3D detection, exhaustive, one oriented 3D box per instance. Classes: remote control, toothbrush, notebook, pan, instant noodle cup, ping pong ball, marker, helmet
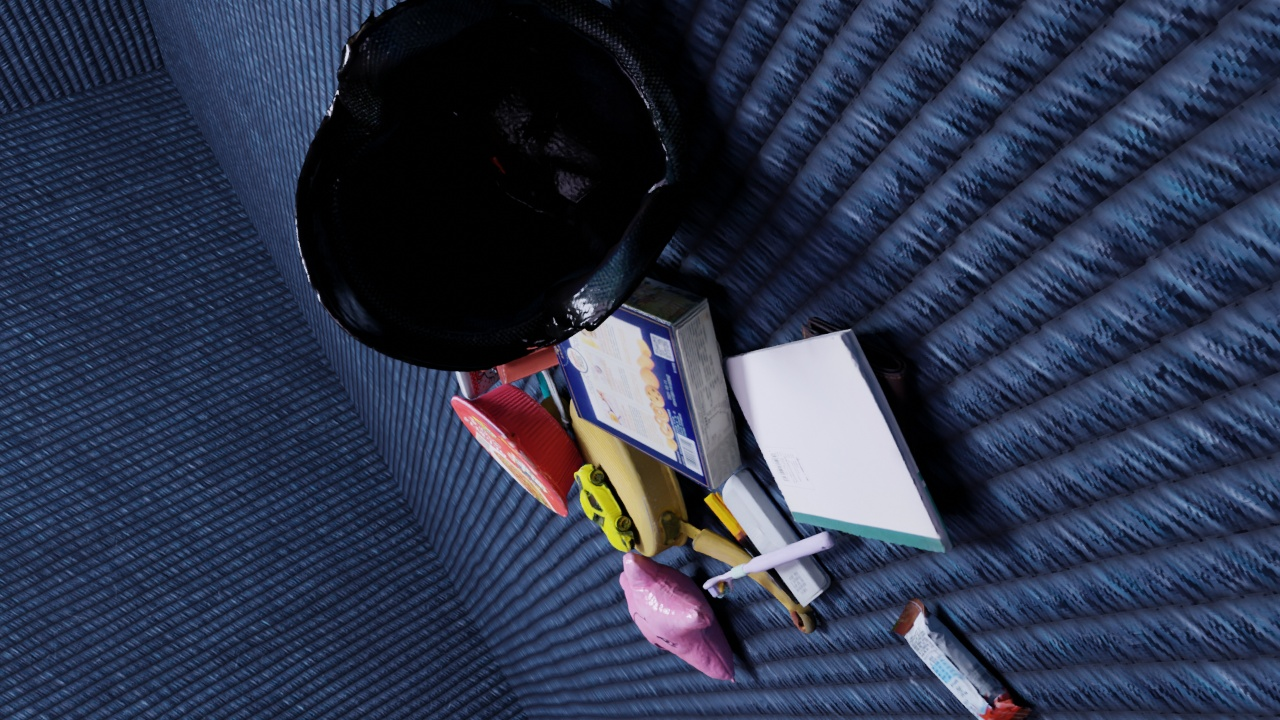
[{"bbox_3d":[0.115,0.153,0.797,0.125,0.024,0.049,52,155,20],"label":"remote control"},{"bbox_3d":[0.107,0.173,0.777,0.190,0.029,0.021,135,142,-55],"label":"toothbrush"},{"bbox_3d":[0.126,0.057,0.651,0.150,0.012,0.209,64,163,-3],"label":"notebook"},{"bbox_3d":[0.039,0.151,0.923,0.357,0.078,0.198,49,156,42],"label":"pan"},{"bbox_3d":[-0.135,0.095,1.083,0.194,0.065,0.194,39,161,16],"label":"instant noodle cup"},{"bbox_3d":[-0.106,0.063,1.124,0.040,0.040,0.040,46,151,34],"label":"ping pong ball"},{"bbox_3d":[0.102,0.168,0.825,0.124,0.015,0.018,49,-172,18],"label":"marker"},{"bbox_3d":[-0.098,-0.124,0.643,0.233,0.275,0.230,49,-174,-9],"label":"helmet"}]

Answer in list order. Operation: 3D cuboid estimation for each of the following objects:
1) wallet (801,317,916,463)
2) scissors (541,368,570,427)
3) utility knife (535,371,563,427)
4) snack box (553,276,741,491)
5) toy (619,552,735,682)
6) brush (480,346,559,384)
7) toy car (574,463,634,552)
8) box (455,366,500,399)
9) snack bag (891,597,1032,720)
[{"bbox_3d":[0.147,0.039,0.618,0.096,0.020,0.122,37,148,53],"label":"wallet"},{"bbox_3d":[-0.117,-0.032,1.035,0.207,0.015,0.192,46,142,45],"label":"scissors"},{"bbox_3d":[-0.127,0.007,1.143,0.029,0.013,0.179,16,128,63],"label":"utility knife"},{"bbox_3d":[-0.005,0.005,0.792,0.183,0.045,0.178,25,143,41],"label":"snack box"},{"bbox_3d":[0.044,0.285,1.012,0.178,0.074,0.195,43,161,11],"label":"toy"},{"bbox_3d":[-0.112,-0.018,0.967,0.146,0.069,0.063,-18,90,44],"label":"brush"},{"bbox_3d":[-0.040,0.160,0.978,0.105,0.032,0.048,56,160,23],"label":"toy car"},{"bbox_3d":[-0.196,-0.069,1.107,0.154,0.074,0.201,-80,-17,-55],"label":"box"},{"bbox_3d":[0.222,0.215,0.642,0.104,0.026,0.048,47,146,33],"label":"snack bag"}]
